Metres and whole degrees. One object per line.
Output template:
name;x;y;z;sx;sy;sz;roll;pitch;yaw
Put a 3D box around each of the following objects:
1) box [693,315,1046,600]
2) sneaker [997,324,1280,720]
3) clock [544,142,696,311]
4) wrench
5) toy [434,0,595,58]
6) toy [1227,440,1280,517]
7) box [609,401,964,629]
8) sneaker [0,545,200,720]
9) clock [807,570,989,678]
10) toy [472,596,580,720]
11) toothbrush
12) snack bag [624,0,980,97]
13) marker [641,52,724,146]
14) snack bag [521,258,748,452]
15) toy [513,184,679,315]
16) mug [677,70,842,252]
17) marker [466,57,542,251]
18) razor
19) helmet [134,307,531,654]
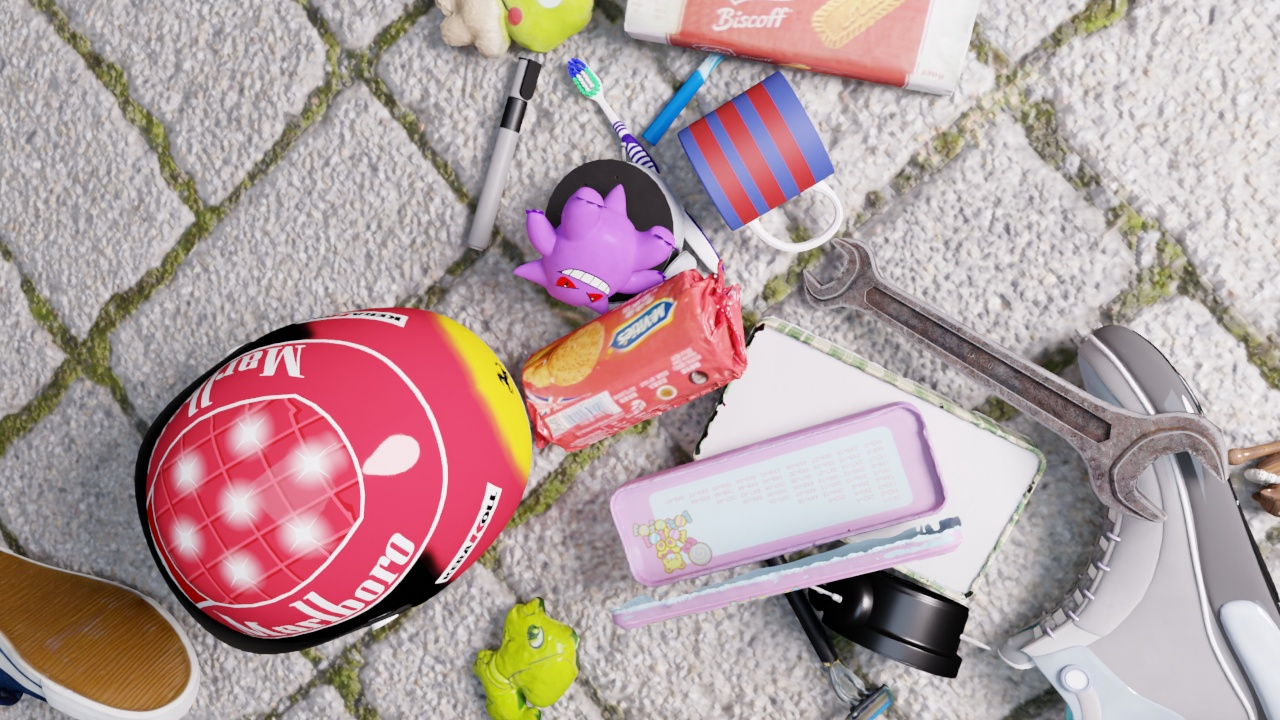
box;0.147;0.062;0.610;0.205;0.050;0.118;25;102;11
sneaker;0.286;0.118;0.569;0.161;0.093;0.256;-24;86;21
clock;-0.011;-0.081;0.635;0.095;0.035;0.122;-28;91;24
wrench;0.213;0.002;0.561;0.273;0.010;0.070;37;115;29
toy;-0.091;-0.258;0.646;0.118;0.043;0.092;-12;92;14
toy;0.416;0.064;0.555;0.102;0.041;0.054;-18;67;21
box;0.079;0.100;0.558;0.214;0.092;0.089;-18;92;15
sneaker;-0.488;0.247;0.742;0.295;0.120;0.127;17;119;13
clock;0.154;0.160;0.591;0.121;0.091;0.042;20;87;2
toy;-0.085;0.225;0.676;0.094;0.036;0.094;-18;88;20
toothbrush;0.003;-0.137;0.646;0.015;0.016;0.186;-36;85;15
snack bag;0.102;-0.232;0.598;0.225;0.041;0.077;12;100;4
marker;0.050;-0.207;0.633;0.013;0.013;0.142;42;100;7
snack bag;-0.004;0.004;0.609;0.177;0.082;0.082;-26;87;29
toy;-0.031;-0.070;0.593;0.106;0.055;0.088;24;123;-25
mug;0.084;-0.120;0.604;0.076;0.074;0.112;-29;103;12
marker;-0.100;-0.149;0.668;0.016;0.016;0.140;18;97;11
razor;0.121;0.184;0.637;0.042;0.022;0.144;-26;81;-30
helmet;-0.204;0.079;0.598;0.271;0.224;0.197;-30;86;11
